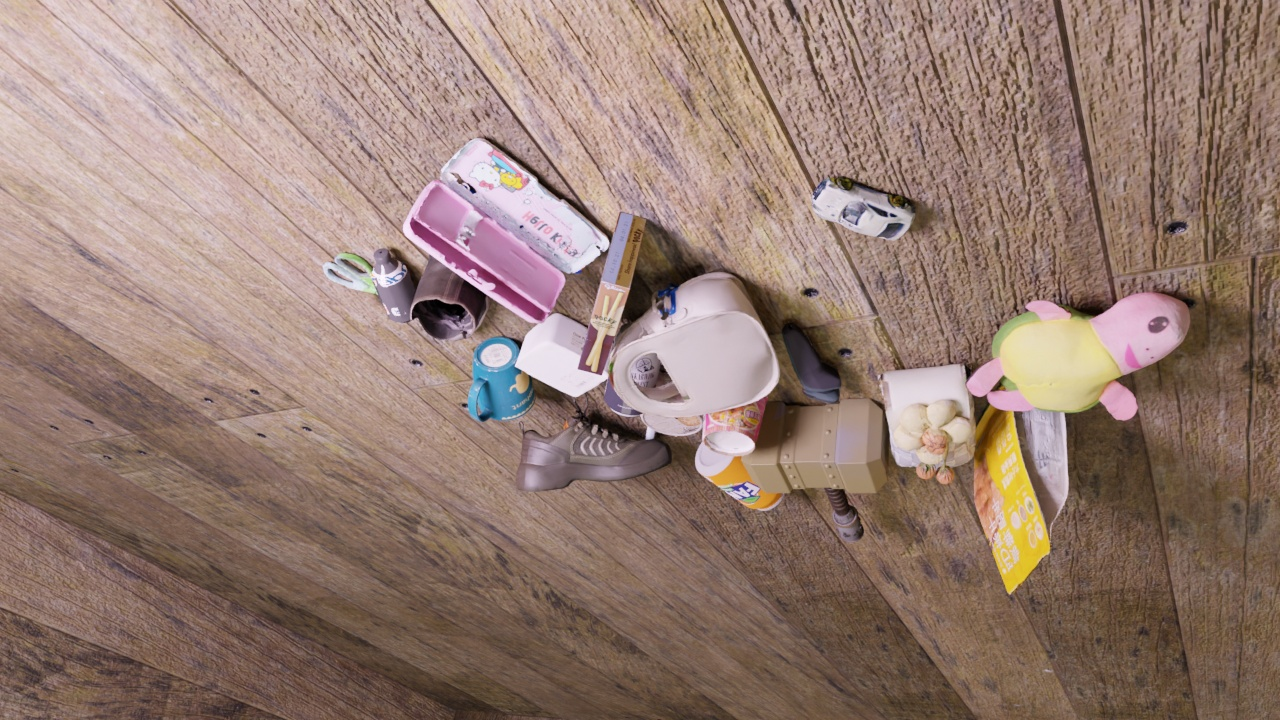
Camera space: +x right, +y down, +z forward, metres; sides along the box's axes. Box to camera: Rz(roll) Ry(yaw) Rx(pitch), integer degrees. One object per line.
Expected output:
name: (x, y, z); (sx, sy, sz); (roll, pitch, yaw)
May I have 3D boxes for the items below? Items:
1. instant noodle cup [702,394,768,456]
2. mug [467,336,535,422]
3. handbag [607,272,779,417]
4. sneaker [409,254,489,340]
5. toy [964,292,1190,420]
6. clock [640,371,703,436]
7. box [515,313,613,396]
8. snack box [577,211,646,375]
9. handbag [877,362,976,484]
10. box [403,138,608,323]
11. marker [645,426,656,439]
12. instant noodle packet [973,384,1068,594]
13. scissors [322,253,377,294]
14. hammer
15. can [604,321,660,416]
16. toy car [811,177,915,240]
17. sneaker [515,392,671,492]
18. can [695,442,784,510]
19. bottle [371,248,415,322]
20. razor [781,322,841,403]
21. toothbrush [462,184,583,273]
instant noodle cup: (0.125, 0.065, 1.228); (0.098, 0.108, 0.098); (9, 148, 5)
mug: (-0.203, 0.032, 1.288); (0.084, 0.111, 0.104); (23, 144, 19)
handbag: (0.058, -0.010, 1.122); (0.200, 0.092, 0.201); (-20, 139, 8)
sneaker: (-0.238, -0.064, 1.146); (0.095, 0.119, 0.235); (21, 149, -13)
toy: (0.481, -0.006, 1.021); (0.190, 0.087, 0.239); (46, 133, -13)
clock: (0.034, 0.058, 1.290); (0.104, 0.061, 0.157); (-17, 139, 38)
box: (-0.100, -0.013, 1.251); (0.107, 0.076, 0.103); (31, 145, -22)
snack box: (-0.035, -0.074, 1.077); (0.031, 0.100, 0.186); (15, 147, -4)
handbag: (0.371, 0.089, 1.169); (0.113, 0.123, 0.171); (-7, 137, 17)
box: (-0.152, -0.144, 1.037); (0.201, 0.150, 0.073); (36, -175, -31)
marker: (0.017, 0.114, 1.420); (0.017, 0.017, 0.147); (11, 147, 2)
instant noodle packet: (0.482, 0.165, 1.158); (0.084, 0.221, 0.163); (6, 148, 4)
scissors: (-0.339, -0.091, 1.234); (0.175, 0.032, 0.079); (28, 142, -30)
hammer: (0.286, 0.189, 1.367); (0.190, 0.100, 0.325); (-4, 144, 23)
can: (-0.007, 0.007, 1.194); (0.064, 0.064, 0.128); (12, 120, 1)
toy car: (0.226, -0.151, 0.937); (0.105, 0.033, 0.048); (18, 148, -6)
sneaker: (-0.077, 0.116, 1.394); (0.237, 0.143, 0.101); (-6, 174, -11)
can: (0.154, 0.170, 1.402); (0.079, 0.079, 0.142); (-20, 135, 40)
bottle: (-0.318, -0.097, 1.183); (0.047, 0.046, 0.112); (4, 139, 12)
razor: (0.215, 0.002, 1.165); (0.052, 0.047, 0.143); (-29, 131, 8)
toothbrush: (-0.137, -0.153, 1.070); (0.182, 0.016, 0.018); (34, 136, -29)
